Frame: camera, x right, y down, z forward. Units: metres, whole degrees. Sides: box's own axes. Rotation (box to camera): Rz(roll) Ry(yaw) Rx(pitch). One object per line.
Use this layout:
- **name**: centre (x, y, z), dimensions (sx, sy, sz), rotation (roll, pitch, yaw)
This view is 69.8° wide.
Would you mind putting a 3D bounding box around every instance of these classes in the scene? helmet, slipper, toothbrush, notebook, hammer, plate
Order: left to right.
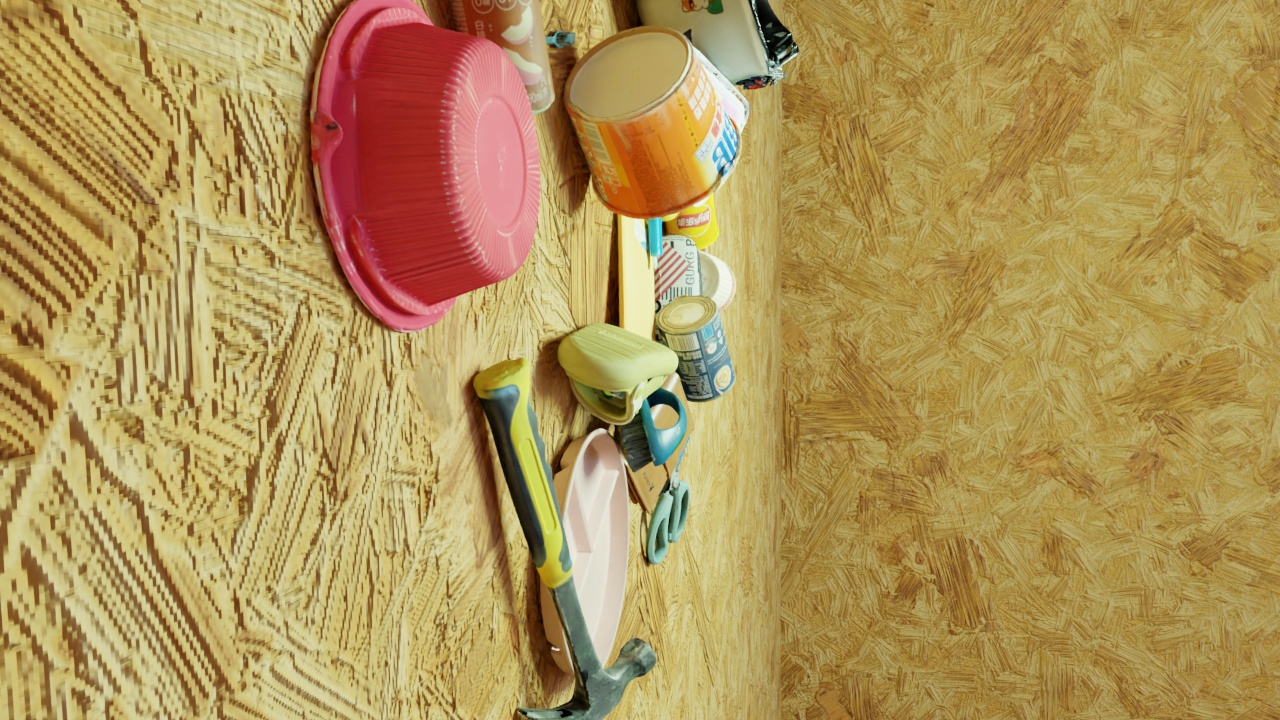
- **toothbrush**: centre (-0.084, -0.249, 0.715), dimensions (0.191, 0.018, 0.016), rotation (-57, 145, -66)
- **hammer**: centre (-0.068, 0.151, 0.698), dimensions (0.125, 0.032, 0.324), rotation (-34, 123, -38)
- **plate**: centre (-0.050, 0.178, 0.851), dimensions (0.229, 0.028, 0.229), rotation (0, 89, -77)
- **slipper**: centre (-0.030, 0.014, 0.844), dimensions (0.082, 0.092, 0.190), rotation (-66, 168, 9)
- **notebook**: centre (-0.002, -0.074, 1.027), dimensions (0.146, 0.010, 0.206), rotation (43, 44, -71)
- **helmet**: centre (0.072, -0.414, 1.046), dimensions (0.273, 0.157, 0.230), rotation (-58, 131, -61)

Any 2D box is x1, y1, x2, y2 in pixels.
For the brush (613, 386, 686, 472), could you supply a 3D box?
- **brush**: centre (0.009, 0.059, 0.918), dimensions (0.143, 0.073, 0.055), rotation (-107, -178, -68)

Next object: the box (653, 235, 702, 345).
- **box**: centre (0.046, -0.078, 1.179), dimensions (0.087, 0.076, 0.163), rotation (-151, -122, -82)

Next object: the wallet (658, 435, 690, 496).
- **wallet**: centre (0.026, 0.093, 1.133), dimensions (0.133, 0.040, 0.106), rotation (71, 32, -54)

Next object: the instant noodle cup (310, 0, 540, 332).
- **instant noodle cup**: centre (-0.108, -0.113, 0.528), dimensions (0.193, 0.066, 0.194), rotation (1, 89, -77)

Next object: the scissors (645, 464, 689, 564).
- **scissors**: centre (0.026, 0.182, 1.122), dimensions (0.129, 0.019, 0.185), rotation (-56, 151, -34)

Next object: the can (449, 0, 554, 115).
- **can**: centre (-0.094, -0.233, 0.589), dimensions (0.057, 0.058, 0.147), rotation (-67, 154, -56)

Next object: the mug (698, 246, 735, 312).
- **mug**: centre (0.081, -0.122, 1.257), dimensions (0.105, 0.082, 0.114), rotation (1, 86, -75)

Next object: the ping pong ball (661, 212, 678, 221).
- **ping pong ball**: centre (0.029, -0.191, 1.125), dimensions (0.040, 0.040, 0.040), rotation (1, 89, -76)

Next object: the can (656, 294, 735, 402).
- **can**: centre (0.067, -0.015, 1.102), dimensions (0.075, 0.075, 0.111), rotation (-73, 153, -48)

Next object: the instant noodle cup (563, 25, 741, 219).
- **instant noodle cup**: centre (0.006, -0.221, 0.835), dimensions (0.111, 0.151, 0.151), rotation (58, 35, -51)

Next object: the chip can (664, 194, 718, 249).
- **chip can**: centre (0.054, -0.244, 1.157), dimensions (0.071, 0.072, 0.214), rotation (-75, 160, -46)

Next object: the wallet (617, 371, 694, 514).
- **wallet**: centre (0.017, 0.091, 1.031), dimensions (0.131, 0.031, 0.108), rotation (-58, 144, -31)

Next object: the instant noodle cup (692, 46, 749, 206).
- **instant noodle cup**: centre (0.041, -0.260, 1.014), dimensions (0.173, 0.060, 0.138), rotation (16, 102, -61)

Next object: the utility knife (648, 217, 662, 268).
- **utility knife**: centre (0.015, -0.183, 1.088), dimensions (0.034, 0.018, 0.159), rotation (45, 40, -74)
